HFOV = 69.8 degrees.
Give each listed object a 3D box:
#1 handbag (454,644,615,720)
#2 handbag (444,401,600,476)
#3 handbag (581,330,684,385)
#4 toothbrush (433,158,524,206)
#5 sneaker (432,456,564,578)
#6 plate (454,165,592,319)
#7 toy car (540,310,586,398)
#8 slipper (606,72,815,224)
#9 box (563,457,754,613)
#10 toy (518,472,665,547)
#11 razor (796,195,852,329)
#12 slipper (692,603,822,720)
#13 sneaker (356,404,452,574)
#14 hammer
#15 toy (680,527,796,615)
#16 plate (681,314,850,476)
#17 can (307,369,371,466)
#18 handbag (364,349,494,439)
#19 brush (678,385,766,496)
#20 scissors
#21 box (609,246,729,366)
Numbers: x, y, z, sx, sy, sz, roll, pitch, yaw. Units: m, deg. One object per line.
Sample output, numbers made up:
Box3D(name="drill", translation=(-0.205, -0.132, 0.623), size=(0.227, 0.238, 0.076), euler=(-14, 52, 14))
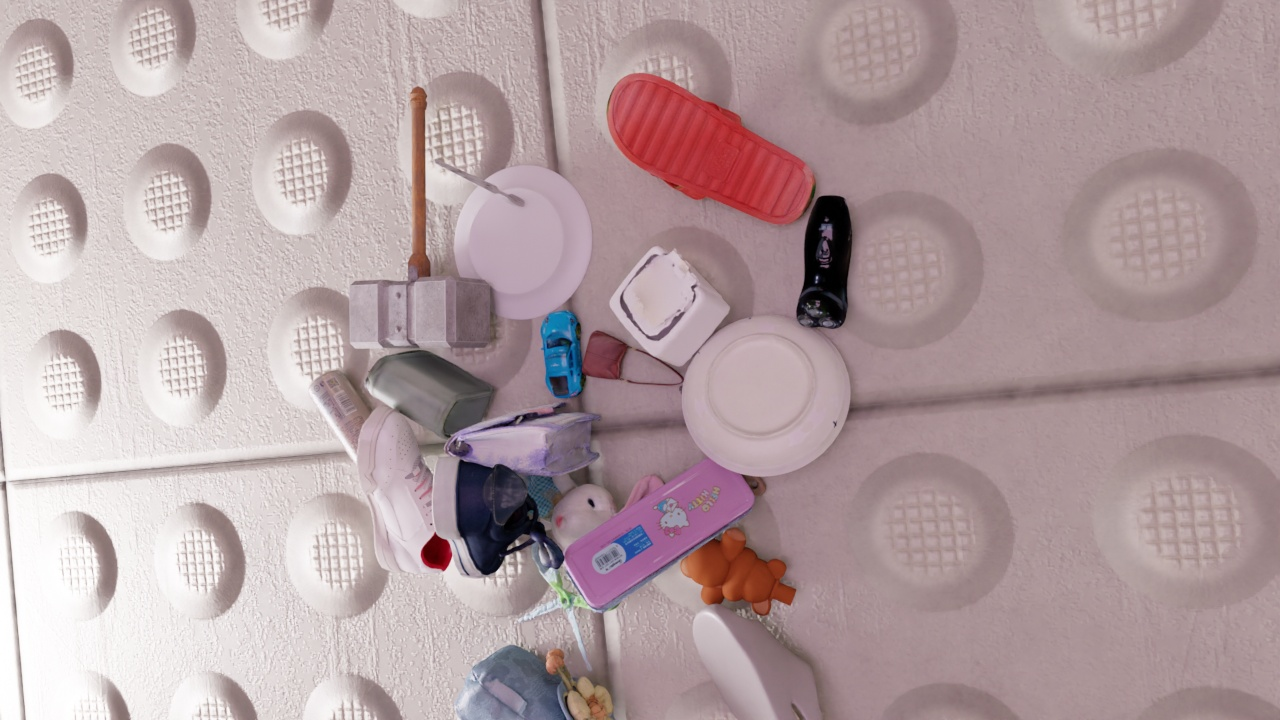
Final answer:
Box3D(name="handbag", translation=(-0.109, 0.398, 1.059), size=(0.192, 0.121, 0.119), euler=(30, 101, 22))
Box3D(name="handbag", translation=(-0.127, 0.086, 1.038), size=(0.127, 0.158, 0.069), euler=(3, 95, 20))
Box3D(name="handbag", translation=(-0.006, 0.006, 1.065), size=(0.120, 0.029, 0.055), euler=(17, 99, 14))
Box3D(name="toothbrush", translation=(-0.180, -0.197, 1.022), size=(0.010, 0.181, 0.010), euler=(4, 87, 23))
Box3D(name="sneaker", translation=(-0.146, 0.181, 1.005), size=(0.127, 0.295, 0.120), euler=(0, 67, -4))
Box3D(name="plate", translation=(-0.149, -0.145, 1.118), size=(0.189, 0.016, 0.188), euler=(0, 91, 20))
Box3D(name="toy car", translation=(-0.095, -0.008, 1.092), size=(0.048, 0.032, 0.105), euler=(-6, 87, 21))
Box3D(name="slipper", translation=(0.075, -0.229, 1.013), size=(0.249, 0.059, 0.103), euler=(30, 102, 2))
Box3D(name="box", translation=(0.022, 0.184, 0.982), size=(0.214, 0.065, 0.078), euler=(-31, 65, -14))
Box3D(name="toy", translation=(-0.081, 0.165, 1.052), size=(0.205, 0.105, 0.131), euler=(23, 95, 17))
Box3D(name="razor", translation=(0.194, -0.104, 0.966), size=(0.053, 0.063, 0.140), euler=(4, 93, 19))
Box3D(name="slipper", translation=(0.156, 0.372, 0.983), size=(0.265, 0.080, 0.113), euler=(58, 152, 15))
Box3D(name="sneaker", translation=(-0.264, 0.160, 1.096), size=(0.104, 0.090, 0.237), euler=(8, 120, 12))
Box3D(name="hammer", translation=(-0.270, -0.174, 1.118), size=(0.163, 0.082, 0.317), euler=(0, 91, 27))
Box3D(name="toy", translation=(0.109, 0.232, 1.012), size=(0.128, 0.065, 0.095), euler=(21, 104, 10))
Box3D(name="plate", translation=(0.129, 0.031, 0.977), size=(0.182, 0.034, 0.182), euler=(-6, 69, 15))
Box3D(name="can", translation=(-0.373, 0.078, 1.184), size=(0.054, 0.054, 0.135), euler=(-41, 78, 16))
Box3D(name="handbag", translation=(-0.255, 0.042, 1.114), size=(0.122, 0.106, 0.067), euler=(28, 102, 18))
Box3D(name="brush", translation=(0.096, 0.086, 1.032), size=(0.039, 0.012, 0.151), euler=(-33, 80, 17))
Box3D(name="scissors", translation=(-0.087, 0.284, 1.087), size=(0.172, 0.021, 0.172), euler=(-27, 82, 31))
Box3D(name="box", translation=(0.023, -0.066, 1.003), size=(0.102, 0.091, 0.107), euler=(-50, 57, 16))
